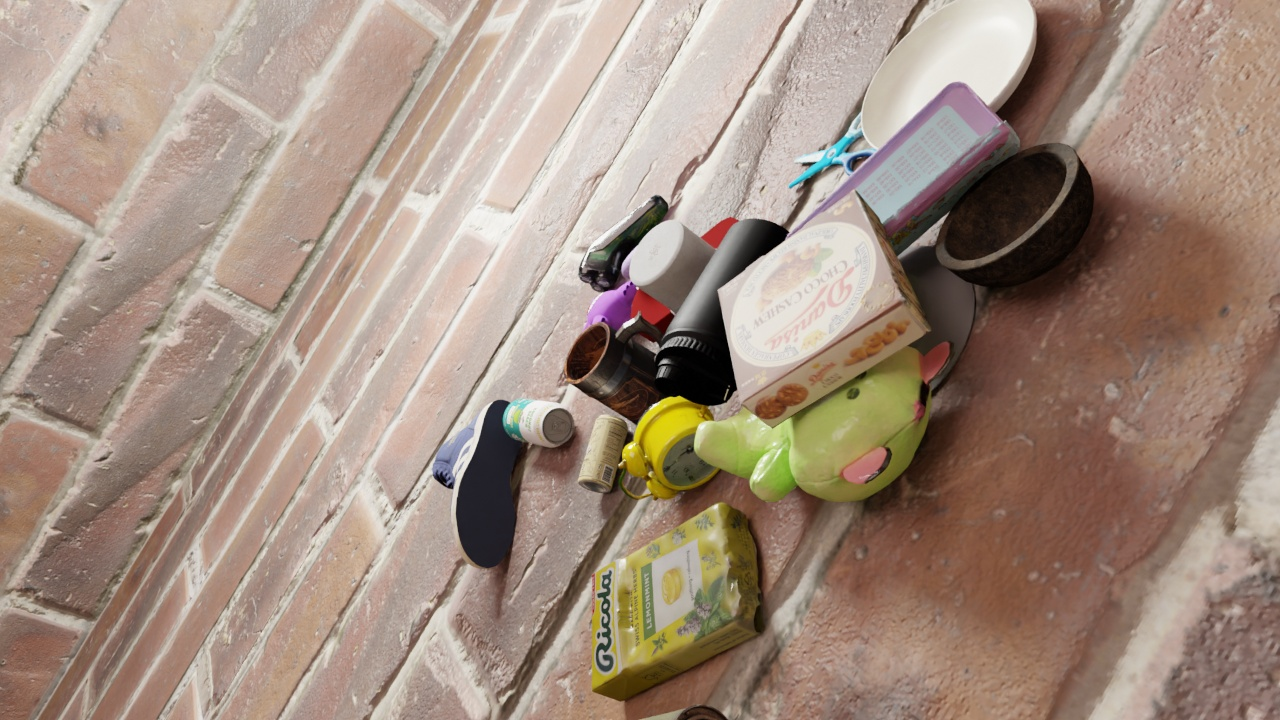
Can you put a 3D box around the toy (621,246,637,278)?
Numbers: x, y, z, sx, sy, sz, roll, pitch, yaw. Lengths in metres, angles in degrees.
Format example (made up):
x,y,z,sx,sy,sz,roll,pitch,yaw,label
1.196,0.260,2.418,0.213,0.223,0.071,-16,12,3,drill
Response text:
x,y,z,sx,sy,sz,roll,pitch,yaw,label
0.021,-0.122,1.079,0.080,0.099,0.036,-41,72,25,toy

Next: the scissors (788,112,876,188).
x,y,z,sx,sy,sz,roll,pitch,yaw,label
0.208,-0.210,0.964,0.140,0.013,0.117,-33,41,32,scissors

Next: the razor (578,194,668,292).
x,y,z,sx,sy,sz,roll,pitch,yaw,label
-0.018,-0.153,1.204,0.151,0.054,0.067,-44,43,11,razor

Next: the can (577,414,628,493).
x,y,z,sx,sy,sz,roll,pitch,yaw,label
-0.041,0.103,1.013,0.038,0.038,0.079,-16,51,48,can

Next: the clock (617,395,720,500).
x,y,z,sx,sy,sz,roll,pitch,yaw,label
0.029,0.088,0.881,0.119,0.083,0.057,-40,40,3,clock

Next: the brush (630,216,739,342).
x,y,z,sx,sy,sz,roll,pitch,yaw,label
0.063,-0.085,1.028,0.174,0.042,0.082,-36,37,32,brush

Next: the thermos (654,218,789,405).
x,y,z,sx,sy,sz,roll,pitch,yaw,label
0.081,-0.039,0.866,0.086,0.086,0.198,-16,33,48,thermos

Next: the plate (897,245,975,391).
x,y,z,sx,sy,sz,roll,pitch,yaw,label
0.207,-0.025,0.800,0.179,0.012,0.178,-35,38,33,plate

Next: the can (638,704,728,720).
x,y,z,sx,sy,sz,roll,pitch,yaw,label
0.027,0.310,0.685,0.075,0.090,0.089,-31,40,37,can

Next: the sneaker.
x,y,z,sx,sy,sz,roll,pitch,yaw,label
-0.222,0.168,1.163,0.119,0.091,0.232,-31,42,37,sneaker

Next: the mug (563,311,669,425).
x,y,z,sx,sy,sz,roll,pitch,yaw,label
-0.006,0.006,0.982,0.116,0.107,0.079,-40,35,27,mug

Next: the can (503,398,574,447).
x,y,z,sx,sy,sz,roll,pitch,yaw,label
-0.127,0.077,1.141,0.102,0.055,0.054,3,66,56,can

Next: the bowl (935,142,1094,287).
x,y,z,sx,sy,sz,roll,pitch,yaw,label
0.292,-0.100,0.698,0.121,0.056,0.121,-45,20,21,bowl

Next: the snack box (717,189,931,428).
x,y,z,sx,sy,sz,roll,pitch,yaw,label
0.135,-0.041,0.716,0.143,0.041,0.146,-35,36,25,snack box

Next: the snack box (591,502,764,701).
x,y,z,sx,sy,sz,roll,pitch,yaw,label
0.026,0.213,0.815,0.181,0.045,0.121,-37,37,32,snack box

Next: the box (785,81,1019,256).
x,y,z,sx,sy,sz,roll,pitch,yaw,label
0.211,-0.143,0.788,0.215,0.091,0.090,-43,69,25,box

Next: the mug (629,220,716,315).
x,y,z,sx,sy,sz,roll,pitch,yaw,label
0.032,-0.099,0.973,0.113,0.070,0.084,23,82,57,mug

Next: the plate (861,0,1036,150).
x,y,z,sx,sy,sz,roll,pitch,yaw,label
0.293,-0.264,0.866,0.183,0.034,0.182,-35,38,33,plate

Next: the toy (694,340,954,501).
x,y,z,sx,sy,sz,roll,pitch,yaw,label
0.149,0.053,0.736,0.197,0.107,0.150,9,57,48,toy

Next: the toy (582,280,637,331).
x,y,z,sx,sy,sz,roll,pitch,yaw,label
-0.036,-0.057,1.132,0.106,0.056,0.088,-52,26,-10,toy
